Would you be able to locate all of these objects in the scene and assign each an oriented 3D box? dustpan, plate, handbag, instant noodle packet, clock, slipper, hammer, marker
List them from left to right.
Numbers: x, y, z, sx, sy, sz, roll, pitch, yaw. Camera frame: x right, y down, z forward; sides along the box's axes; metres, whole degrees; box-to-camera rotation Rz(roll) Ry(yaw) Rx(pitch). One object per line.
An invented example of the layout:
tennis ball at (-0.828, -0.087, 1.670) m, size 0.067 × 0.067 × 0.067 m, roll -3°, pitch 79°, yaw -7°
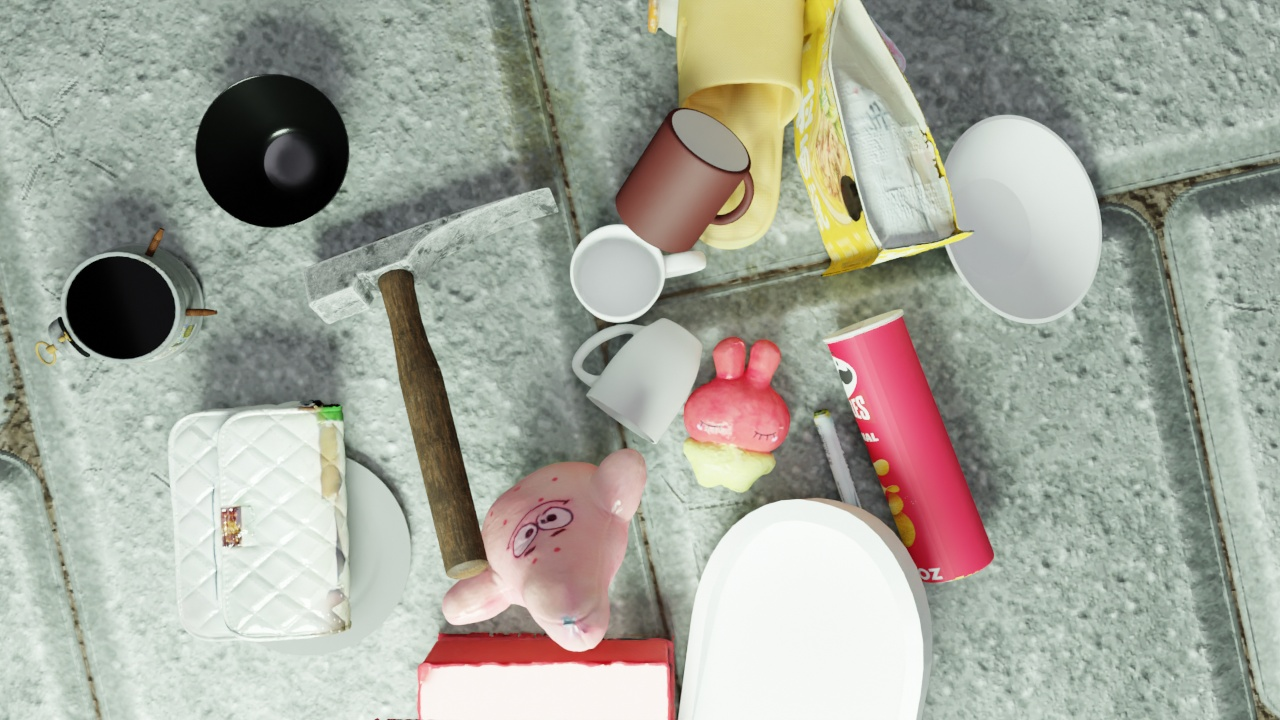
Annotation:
clock at (-0.437, -0.039, 0.766) m, size 0.148 × 0.056 × 0.104 m, roll -30°, pitch 100°, yaw -5°
handbag at (-0.309, 0.132, 0.750) m, size 0.139 × 0.072 × 0.195 m, roll -3°, pitch 92°, yaw -2°
plate at (-0.287, 0.165, 0.795) m, size 0.178 × 0.012 × 0.178 m, roll 0°, pitch 91°, yaw -1°
hammer at (-0.133, 0.013, 0.718) m, size 0.217 × 0.037 × 0.300 m, roll -21°, pitch 64°, yaw 0°
slipper at (0.076, -0.213, 0.723) m, size 0.099 × 0.078 × 0.264 m, roll 2°, pitch 113°, yaw 3°
dustpan at (0.129, 0.241, 0.739) m, size 0.192 × 0.053 × 0.257 m, roll 11°, pitch 89°, yaw 28°
marker at (0.180, 0.113, 0.799) m, size 0.017 × 0.017 × 0.146 m, roll -19°, pitch 92°, yaw -1°
instant noodle packet at (0.164, -0.182, 0.720) m, size 0.084 × 0.163 × 0.221 m, roll -18°, pitch 91°, yaw 1°
plate at (0.307, -0.115, 0.769) m, size 0.173 × 0.036 × 0.174 m, roll 3°, pitch 83°, yaw -22°

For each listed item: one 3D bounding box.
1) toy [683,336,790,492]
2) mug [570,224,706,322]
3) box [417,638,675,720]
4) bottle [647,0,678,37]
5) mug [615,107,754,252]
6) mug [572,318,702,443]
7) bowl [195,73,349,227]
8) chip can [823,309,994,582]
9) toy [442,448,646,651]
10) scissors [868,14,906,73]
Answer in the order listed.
toy at (0.083, 0.046, 0.781) m, size 0.091 × 0.045 × 0.135 m, roll 13°, pitch 97°, yaw -3°
mug at (0.000, -0.073, 0.755) m, size 0.110 × 0.090 × 0.074 m, roll -11°, pitch 91°, yaw -1°
box at (-0.070, 0.366, 0.874) m, size 0.213 × 0.375 × 0.148 m, roll -2°, pitch 60°, yaw 3°
bottle at (0.061, -0.290, 0.765) m, size 0.108 × 0.063 × 0.063 m, roll 2°, pitch 91°, yaw -2°
mug at (0.046, -0.135, 0.708) m, size 0.105 × 0.083 × 0.073 m, roll 9°, pitch 48°, yaw -31°
mug at (-0.005, 0.005, 0.776) m, size 0.107 × 0.071 × 0.089 m, roll 31°, pitch 81°, yaw 26°
bowl at (-0.298, -0.170, 0.768) m, size 0.124 × 0.052 × 0.124 m, roll 0°, pitch 91°, yaw -1°
chip can at (0.226, 0.072, 0.773) m, size 0.069 × 0.069 × 0.220 m, roll -21°, pitch 92°, yaw -1°
toy at (-0.064, 0.142, 0.686) m, size 0.192 × 0.236 × 0.097 m, roll -40°, pitch 106°, yaw 0°
scissors at (0.189, -0.317, 0.792) m, size 0.170 × 0.013 × 0.175 m, roll -15°, pitch 91°, yaw -1°
